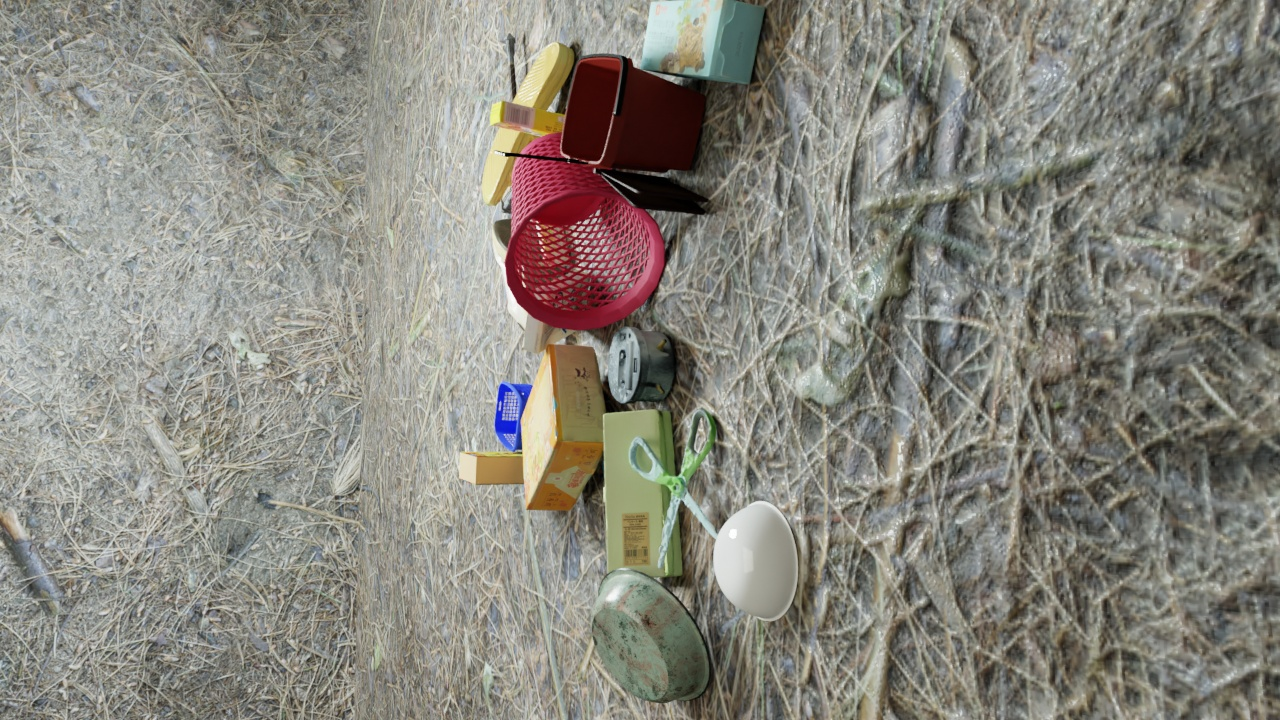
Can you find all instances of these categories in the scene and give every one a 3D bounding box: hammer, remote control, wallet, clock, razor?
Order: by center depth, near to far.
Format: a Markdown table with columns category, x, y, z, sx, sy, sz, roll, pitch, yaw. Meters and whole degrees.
| category | x | y | z | sx | sy | sz | roll | pitch | yaw |
| --- | --- | --- | --- | --- | --- | --- | --- | --- | --- |
| wallet | 0.010 | -0.188 | 1.007 | 0.115 | 0.091 | 0.018 | 47 | 130 | 55 |
| clock | -0.006 | 0.006 | 1.067 | 0.130 | 0.052 | 0.090 | 3 | 90 | 63 |
| razor | -0.026 | 0.078 | 1.138 | 0.106 | 0.026 | 0.042 | -124 | 42 | -57 |
| remote control | -0.133 | -0.190 | 1.361 | 0.018 | 0.038 | 0.125 | 123 | 141 | -48 |
| hammer | -0.209 | -0.410 | 1.532 | 0.099 | 0.044 | 0.321 | -36 | 55 | 58 |

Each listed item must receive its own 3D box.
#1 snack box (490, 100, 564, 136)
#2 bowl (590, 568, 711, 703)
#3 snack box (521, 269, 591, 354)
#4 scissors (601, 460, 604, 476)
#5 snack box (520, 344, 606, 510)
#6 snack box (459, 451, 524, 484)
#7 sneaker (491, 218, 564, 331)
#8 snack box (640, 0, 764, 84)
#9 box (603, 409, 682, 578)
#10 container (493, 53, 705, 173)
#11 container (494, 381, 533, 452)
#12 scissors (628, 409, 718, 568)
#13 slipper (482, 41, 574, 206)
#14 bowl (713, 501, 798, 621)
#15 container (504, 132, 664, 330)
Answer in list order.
| category | x | y | z | sx | sy | sz | roll | pitch | yaw |
| --- | --- | --- | --- | --- | --- | --- | --- | --- | --- |
| snack box | -0.125 | -0.317 | 1.234 | 0.040 | 0.147 | 0.029 | 14 | 97 | 63 |
| bowl | 0.000 | 0.297 | 0.960 | 0.158 | 0.038 | 0.158 | 23 | 126 | 36 |
| snack box | -0.109 | -0.066 | 1.213 | 0.149 | 0.026 | 0.082 | -40 | -36 | -65 |
| scissors | -0.033 | 0.162 | 1.137 | 0.126 | 0.015 | 0.136 | -157 | 63 | -76 |
| snack box | -0.099 | 0.093 | 1.206 | 0.196 | 0.080 | 0.145 | 117 | 151 | -52 |
| snack box | -0.194 | 0.158 | 1.354 | 0.088 | 0.125 | 0.040 | -2 | 86 | 64 |
| sneaker | -0.166 | -0.116 | 1.385 | 0.103 | 0.088 | 0.241 | 105 | 150 | -44 |
| snack box | 0.060 | -0.336 | 0.963 | 0.175 | 0.053 | 0.075 | 37 | 120 | 58 |
| box | 0.008 | 0.150 | 1.028 | 0.078 | 0.089 | 0.187 | -17 | 69 | 42 |
| container | -0.048 | -0.269 | 1.004 | 0.148 | 0.200 | 0.127 | 34 | 115 | 60 |
| container | -0.178 | 0.085 | 1.405 | 0.114 | 0.058 | 0.096 | 31 | 115 | 61 |
| scissors | 0.037 | 0.132 | 0.963 | 0.169 | 0.023 | 0.171 | 14 | 85 | 39 |
| slipper | -0.161 | -0.351 | 1.398 | 0.264 | 0.078 | 0.099 | -61 | 36 | 13 |
| bowl | 0.097 | 0.187 | 0.850 | 0.110 | 0.040 | 0.110 | 2 | 90 | 64 |
| container | -0.084 | -0.177 | 1.129 | 0.225 | 0.183 | 0.184 | -109 | 32 | -51 |
